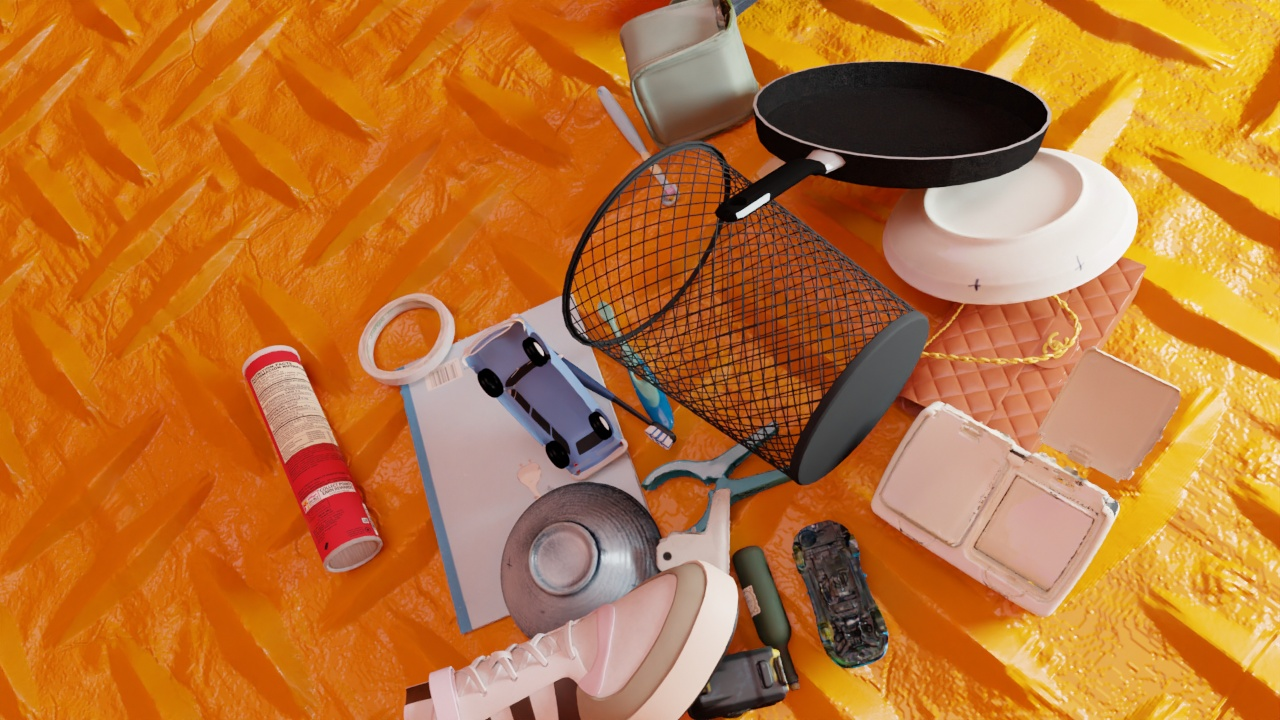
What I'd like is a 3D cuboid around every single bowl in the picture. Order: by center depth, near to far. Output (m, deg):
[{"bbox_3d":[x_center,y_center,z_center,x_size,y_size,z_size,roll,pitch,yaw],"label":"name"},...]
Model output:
[{"bbox_3d":[-0.052,0.155,0.703,0.137,0.057,0.137,-5,70,12],"label":"bowl"}]

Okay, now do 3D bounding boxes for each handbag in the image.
[{"bbox_3d":[0.281,-0.019,0.689,0.109,0.060,0.171,31,80,28],"label":"handbag"},{"bbox_3d":[0.045,-0.256,0.815,0.106,0.122,0.067,-17,63,11],"label":"handbag"}]

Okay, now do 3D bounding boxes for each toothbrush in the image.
[{"bbox_3d":[-0.037,0.024,0.772,0.168,0.014,0.014,33,68,24],"label":"toothbrush"},{"bbox_3d":[-0.005,0.005,0.784,0.022,0.017,0.135,-30,67,2],"label":"toothbrush"},{"bbox_3d":[-0.005,-0.206,0.867,0.022,0.016,0.155,-50,58,35],"label":"toothbrush"}]

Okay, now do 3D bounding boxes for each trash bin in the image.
[{"bbox_3d":[0.081,-0.029,0.675,0.210,0.184,0.184,39,83,26],"label":"trash bin"}]

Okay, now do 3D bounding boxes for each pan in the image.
[{"bbox_3d":[0.162,-0.162,0.690,0.225,0.034,0.355,23,42,32],"label":"pan"}]

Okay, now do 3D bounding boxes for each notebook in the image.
[{"bbox_3d":[-0.104,0.080,0.783,0.181,0.009,0.253,-23,65,6],"label":"notebook"}]

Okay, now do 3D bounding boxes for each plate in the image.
[{"bbox_3d":[0.276,-0.115,0.700,0.182,0.034,0.182,-14,41,12],"label":"plate"}]

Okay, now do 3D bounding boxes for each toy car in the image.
[{"bbox_3d":[0.145,0.169,0.664,0.048,0.032,0.105,-21,59,7],"label":"toy car"},{"bbox_3d":[-0.074,0.028,0.720,0.056,0.153,0.054,-34,27,9],"label":"toy car"}]

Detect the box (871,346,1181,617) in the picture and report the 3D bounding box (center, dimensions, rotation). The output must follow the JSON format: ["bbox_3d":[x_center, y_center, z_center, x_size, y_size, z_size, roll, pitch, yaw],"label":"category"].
[{"bbox_3d":[0.253,0.065,0.619,0.143,0.044,0.185,31,112,25],"label":"box"}]

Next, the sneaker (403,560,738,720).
[{"bbox_3d":[-0.070,0.220,0.631,0.294,0.111,0.116,-41,108,11],"label":"sneaker"}]

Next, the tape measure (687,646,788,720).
[{"bbox_3d":[0.064,0.228,0.641,0.071,0.072,0.042,-16,69,-3],"label":"tape measure"}]

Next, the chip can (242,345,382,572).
[{"bbox_3d":[-0.292,0.083,0.812,0.052,0.052,0.214,-34,64,0],"label":"chip can"}]

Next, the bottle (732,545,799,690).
[{"bbox_3d":[0.095,0.189,0.674,0.025,0.025,0.106,-22,64,6],"label":"bottle"}]

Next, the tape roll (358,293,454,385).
[{"bbox_3d":[-0.215,-0.020,0.844,0.093,0.013,0.092,-10,56,14],"label":"tape roll"}]

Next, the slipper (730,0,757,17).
[{"bbox_3d":[0.072,-0.361,0.880,0.265,0.083,0.108,-8,27,-1],"label":"slipper"}]

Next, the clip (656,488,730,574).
[{"bbox_3d":[0.043,0.147,0.697,0.060,0.052,0.102,0,85,23],"label":"clip"}]

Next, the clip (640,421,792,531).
[{"bbox_3d":[0.068,0.112,0.714,0.130,0.030,0.120,-12,65,9],"label":"clip"}]
